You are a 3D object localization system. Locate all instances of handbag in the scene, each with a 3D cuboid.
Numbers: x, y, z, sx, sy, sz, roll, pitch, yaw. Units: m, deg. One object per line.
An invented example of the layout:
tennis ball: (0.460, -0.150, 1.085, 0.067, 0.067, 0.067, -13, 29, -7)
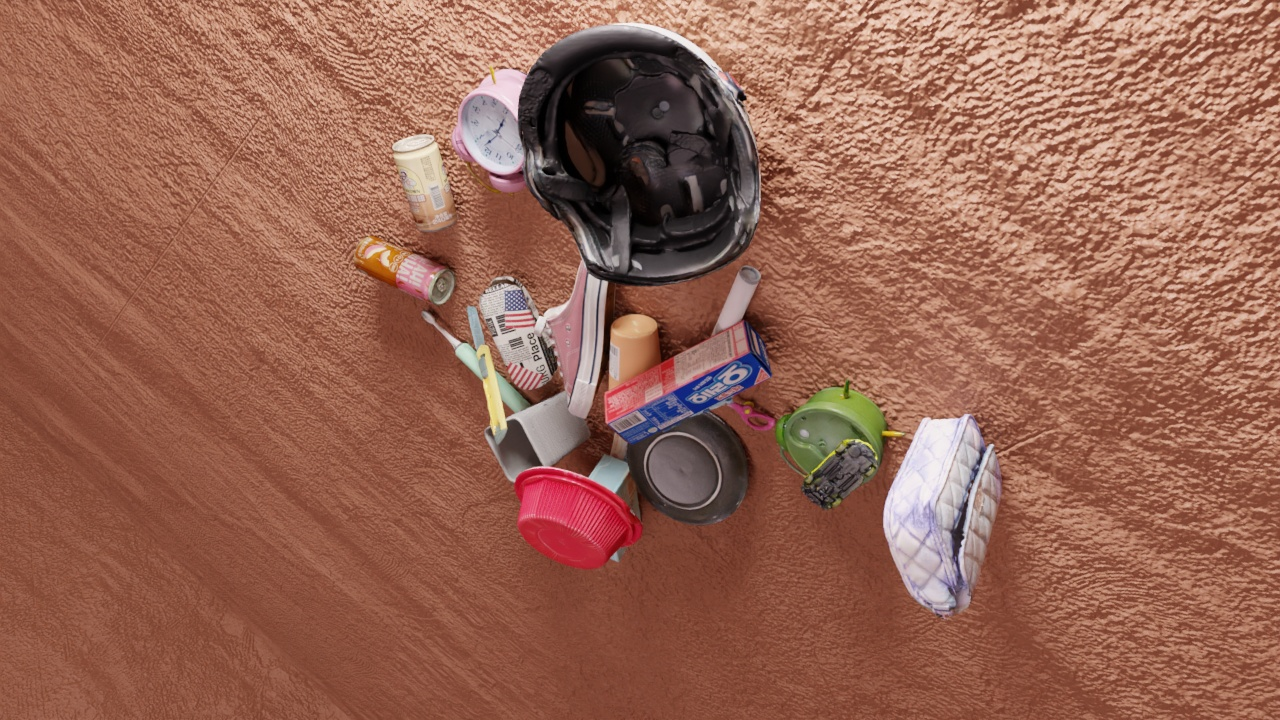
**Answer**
handbag: (0.325, 0.154, 0.964, 0.076, 0.193, 0.134, -7, 118, 37)

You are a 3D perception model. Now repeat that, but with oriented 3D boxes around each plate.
plate: (0.059, 0.145, 1.241, 0.180, 0.024, 0.180, 9, 112, 22)

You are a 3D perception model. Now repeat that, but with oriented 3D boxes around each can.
can: (-0.343, -0.131, 1.329, 0.147, 0.057, 0.058, 23, 134, 20)
can: (-0.281, -0.231, 1.202, 0.059, 0.058, 0.116, 10, 129, 30)

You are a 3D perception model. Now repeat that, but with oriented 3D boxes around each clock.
clock: (-0.166, -0.265, 1.090, 0.117, 0.059, 0.159, 41, 139, 2)
clock: (0.225, 0.096, 1.092, 0.116, 0.056, 0.162, 44, 137, -1)

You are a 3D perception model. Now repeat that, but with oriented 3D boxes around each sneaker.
sneaker: (-0.085, -0.034, 1.184, 0.088, 0.118, 0.242, 12, 126, 6)

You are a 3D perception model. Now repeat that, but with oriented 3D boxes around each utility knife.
utility knife: (-0.218, 0.015, 1.300, 0.031, 0.022, 0.220, -30, 59, 27)

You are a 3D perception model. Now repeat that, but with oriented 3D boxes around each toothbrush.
toothbrush: (-0.250, 0.004, 1.391, 0.224, 0.027, 0.026, 44, 101, -2)
toothbrush: (0.097, -0.026, 1.112, 0.222, 0.026, 0.026, 110, 145, -45)

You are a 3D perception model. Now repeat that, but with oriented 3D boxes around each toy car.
toy car: (0.229, 0.127, 1.050, 0.048, 0.032, 0.105, 39, 126, 3)

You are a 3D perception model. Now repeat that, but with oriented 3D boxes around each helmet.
helmet: (0.011, -0.218, 0.919, 0.230, 0.156, 0.274, -18, 119, 24)

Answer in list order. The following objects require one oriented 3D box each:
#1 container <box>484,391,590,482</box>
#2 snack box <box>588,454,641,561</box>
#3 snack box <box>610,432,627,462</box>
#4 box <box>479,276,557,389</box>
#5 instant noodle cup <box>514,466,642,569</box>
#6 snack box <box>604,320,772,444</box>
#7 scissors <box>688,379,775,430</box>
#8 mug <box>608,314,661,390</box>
container: (-0.144, 0.106, 1.322, 0.090, 0.114, 0.090, -21, 98, 44)
snack box: (-0.043, 0.219, 1.351, 0.052, 0.074, 0.175, 21, 145, 22)
snack box: (0.032, 0.149, 1.299, 0.157, 0.026, 0.085, 28, 136, 15)
box: (-0.168, -0.033, 1.261, 0.075, 0.083, 0.163, -3, 119, 30)
instant noodle cup: (-0.098, 0.228, 1.272, 0.194, 0.065, 0.194, 16, 143, 12)
snack box: (0.055, 0.029, 1.101, 0.208, 0.058, 0.057, -28, 131, 23)
scissors: (0.113, 0.044, 1.146, 0.133, 0.017, 0.130, 23, 130, 0)
mug: (-0.007, 0.007, 1.183, 0.078, 0.078, 0.123, 15, 126, 27)
